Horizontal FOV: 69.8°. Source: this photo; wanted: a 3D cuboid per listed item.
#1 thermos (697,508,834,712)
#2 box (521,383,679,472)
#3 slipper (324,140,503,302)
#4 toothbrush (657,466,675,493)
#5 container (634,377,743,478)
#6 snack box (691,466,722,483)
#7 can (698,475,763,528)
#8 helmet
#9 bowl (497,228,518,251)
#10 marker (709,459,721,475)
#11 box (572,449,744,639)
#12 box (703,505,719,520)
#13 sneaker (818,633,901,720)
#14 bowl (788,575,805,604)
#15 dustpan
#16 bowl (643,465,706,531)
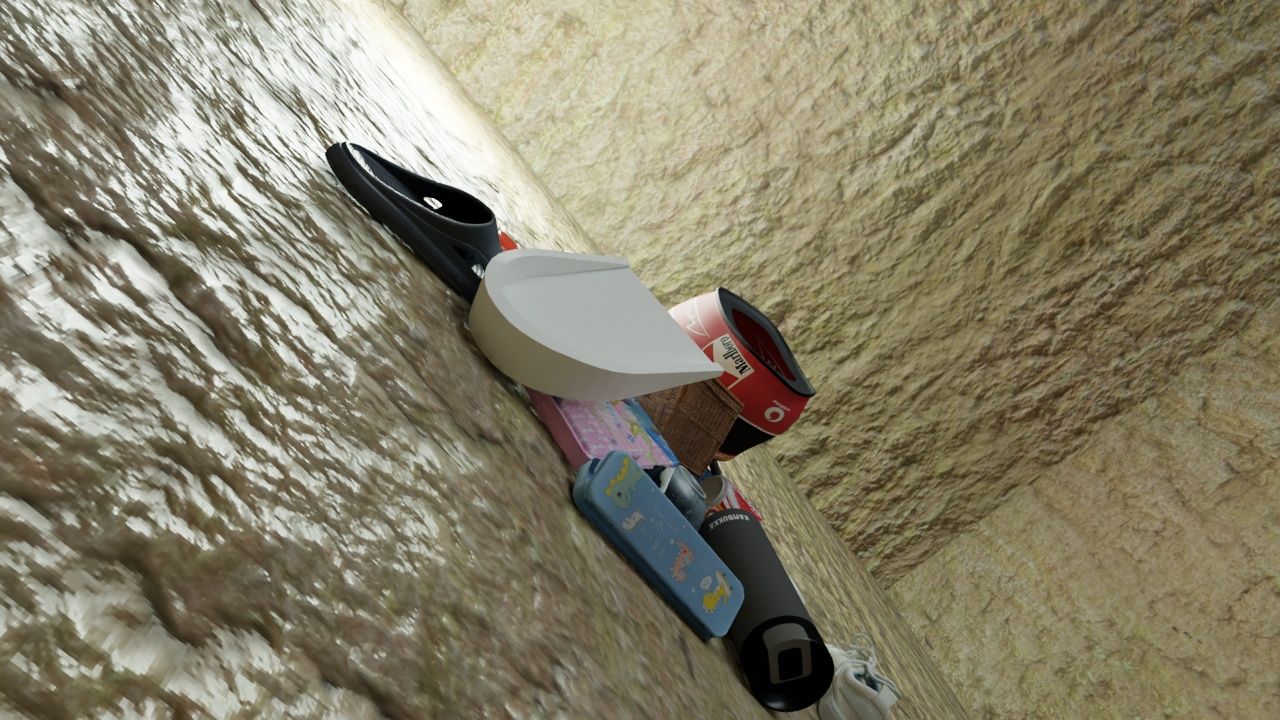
[{"bbox_3d":[0.124,0.253,0.970,0.082,0.082,0.240,49,7,-23],"label":"thermos"},{"bbox_3d":[-0.057,0.022,0.957,0.159,0.035,0.230,4,43,-49],"label":"box"},{"bbox_3d":[-0.202,-0.149,0.944,0.268,0.083,0.110,42,10,-49],"label":"slipper"},{"bbox_3d":[0.013,0.140,0.950,0.017,0.016,0.188,41,22,-2],"label":"toothbrush"},{"bbox_3d":[0.029,0.057,1.111,0.114,0.112,0.198,22,-9,29],"label":"container"},{"bbox_3d":[0.081,0.154,1.457,0.088,0.033,0.154,57,8,28],"label":"snack box"},{"bbox_3d":[0.122,0.212,1.272,0.105,0.064,0.064,48,7,-27],"label":"can"},{"bbox_3d":[0.101,0.034,1.320,0.197,0.225,0.270,29,25,-33],"label":"helmet"},{"bbox_3d":[-0.175,-0.126,1.162,0.130,0.045,0.130,51,7,-9],"label":"bowl"},{"bbox_3d":[0.121,0.191,1.409,0.021,0.018,0.124,-17,88,-40],"label":"marker"},{"bbox_3d":[0.025,0.167,0.832,0.210,0.059,0.068,49,24,-19],"label":"box"},{"bbox_3d":[0.128,0.245,1.226,0.064,0.056,0.188,7,-31,42],"label":"box"},{"bbox_3d":[0.269,0.399,1.140,0.089,0.091,0.242,51,6,4],"label":"sneaker"},{"bbox_3d":[0.156,0.286,1.106,0.113,0.063,0.113,51,7,-9],"label":"bowl"},{"bbox_3d":[-0.049,-0.048,0.943,0.257,0.053,0.191,-12,52,-42],"label":"dustpan"},{"bbox_3d":[0.040,0.156,1.055,0.110,0.055,0.110,50,6,-7],"label":"bowl"}]
